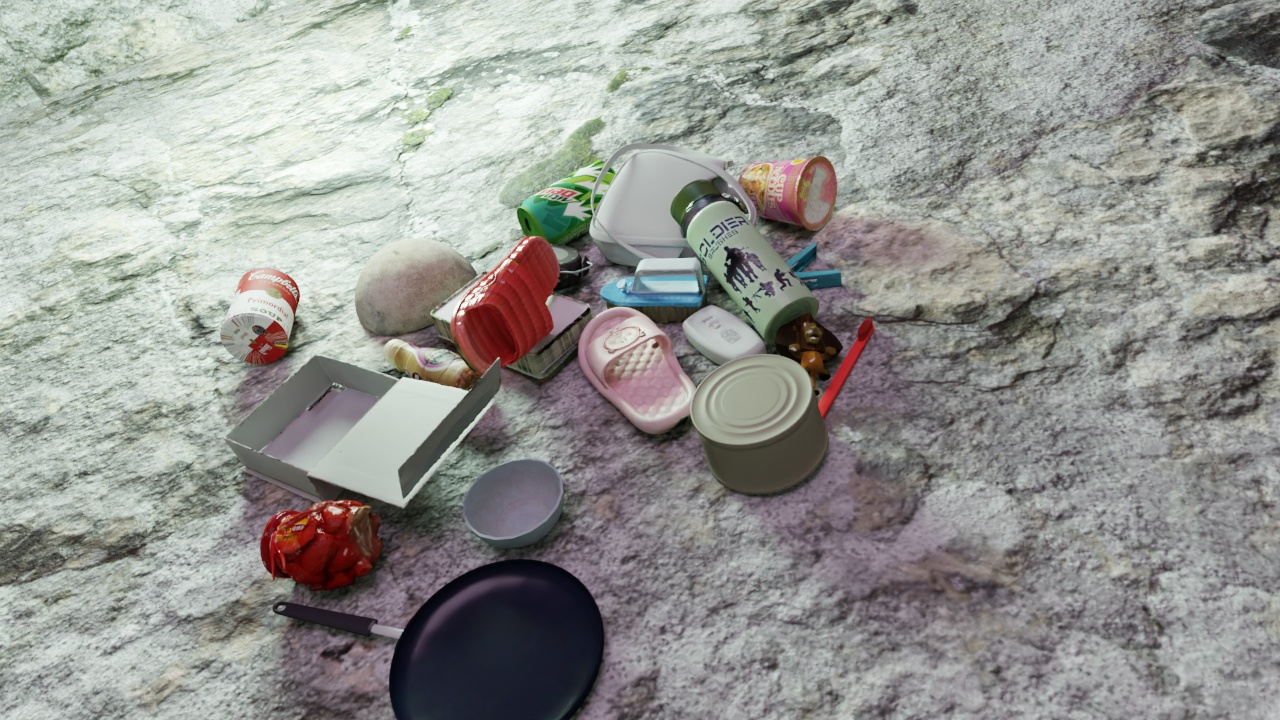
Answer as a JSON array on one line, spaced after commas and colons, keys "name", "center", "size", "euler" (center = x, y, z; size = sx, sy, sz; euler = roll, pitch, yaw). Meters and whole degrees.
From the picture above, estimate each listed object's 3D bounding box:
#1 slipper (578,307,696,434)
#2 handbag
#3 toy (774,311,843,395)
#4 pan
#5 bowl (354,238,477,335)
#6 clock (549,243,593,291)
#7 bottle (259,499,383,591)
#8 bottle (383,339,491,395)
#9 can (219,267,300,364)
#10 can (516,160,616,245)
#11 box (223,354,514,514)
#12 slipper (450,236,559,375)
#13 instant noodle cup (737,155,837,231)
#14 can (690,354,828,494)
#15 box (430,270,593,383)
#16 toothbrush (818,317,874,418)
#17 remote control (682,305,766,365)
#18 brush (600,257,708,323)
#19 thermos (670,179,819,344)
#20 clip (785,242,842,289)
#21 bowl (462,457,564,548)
[{"name": "slipper", "center": [-0.006, 0.006, 1.057], "size": [0.106, 0.056, 0.221], "euler": [-26, 42, -9]}, {"name": "handbag", "center": [0.056, -0.212, 1.231], "size": [0.223, 0.095, 0.215], "euler": [14, 66, 31]}, {"name": "toy", "center": [0.185, -0.006, 1.004], "size": [0.076, 0.063, 0.100], "euler": [4, 47, -5]}, {"name": "pan", "center": [-0.202, 0.261, 0.857], "size": [0.357, 0.021, 0.198], "euler": [4, 44, 22]}, {"name": "bowl", "center": [-0.328, -0.122, 1.292], "size": [0.178, 0.081, 0.178], "euler": [-11, 39, 8]}, {"name": "clock", "center": [-0.121, -0.122, 1.238], "size": [0.123, 0.044, 0.091], "euler": [21, 33, 34]}, {"name": "bottle", "center": [-0.324, 0.185, 0.929], "size": [0.111, 0.099, 0.098], "euler": [-4, 41, 21]}, {"name": "bottle", "center": [-0.257, 0.011, 1.132], "size": [0.166, 0.060, 0.059], "euler": [21, 52, 37]}, {"name": "can", "center": [-0.531, -0.063, 1.287], "size": [0.086, 0.087, 0.116], "euler": [-14, 40, 2]}, {"name": "can", "center": [-0.099, -0.222, 1.325], "size": [0.144, 0.083, 0.083], "euler": [-34, 43, -19]}, {"name": "box", "center": [-0.305, 0.083, 1.037], "size": [0.369, 0.098, 0.165], "euler": [8, 46, 35]}, {"name": "slipper", "center": [-0.140, -0.071, 1.077], "size": [0.059, 0.103, 0.248], "euler": [-10, 29, 27]}, {"name": "instant noodle cup", "center": [0.192, -0.228, 1.234], "size": [0.109, 0.098, 0.097], "euler": [14, 48, 40]}, {"name": "can", "center": [0.119, 0.062, 0.926], "size": [0.128, 0.073, 0.127], "euler": [-14, 40, 12]}, {"name": "box", "center": [-0.163, -0.048, 1.177], "size": [0.206, 0.051, 0.117], "euler": [20, 48, 34]}, {"name": "toothbrush", "center": [0.211, 0.023, 0.993], "size": [0.012, 0.018, 0.211], "euler": [14, 49, 30]}, {"name": "remote control", "center": [0.099, -0.025, 1.077], "size": [0.060, 0.028, 0.114], "euler": [-33, 43, -19]}, {"name": "brush", "center": [0.014, -0.090, 1.144], "size": [0.136, 0.075, 0.055], "euler": [1, 42, 18]}, {"name": "thermos", "center": [0.120, -0.127, 1.102], "size": [0.082, 0.082, 0.231], "euler": [-26, 57, -12]}, {"name": "clip", "center": [0.185, -0.096, 1.134], "size": [0.119, 0.027, 0.102], "euler": [-19, 38, -4]}, {"name": "bowl", "center": [-0.125, 0.152, 0.942], "size": [0.106, 0.039, 0.106], "euler": [-10, 41, 8]}]
